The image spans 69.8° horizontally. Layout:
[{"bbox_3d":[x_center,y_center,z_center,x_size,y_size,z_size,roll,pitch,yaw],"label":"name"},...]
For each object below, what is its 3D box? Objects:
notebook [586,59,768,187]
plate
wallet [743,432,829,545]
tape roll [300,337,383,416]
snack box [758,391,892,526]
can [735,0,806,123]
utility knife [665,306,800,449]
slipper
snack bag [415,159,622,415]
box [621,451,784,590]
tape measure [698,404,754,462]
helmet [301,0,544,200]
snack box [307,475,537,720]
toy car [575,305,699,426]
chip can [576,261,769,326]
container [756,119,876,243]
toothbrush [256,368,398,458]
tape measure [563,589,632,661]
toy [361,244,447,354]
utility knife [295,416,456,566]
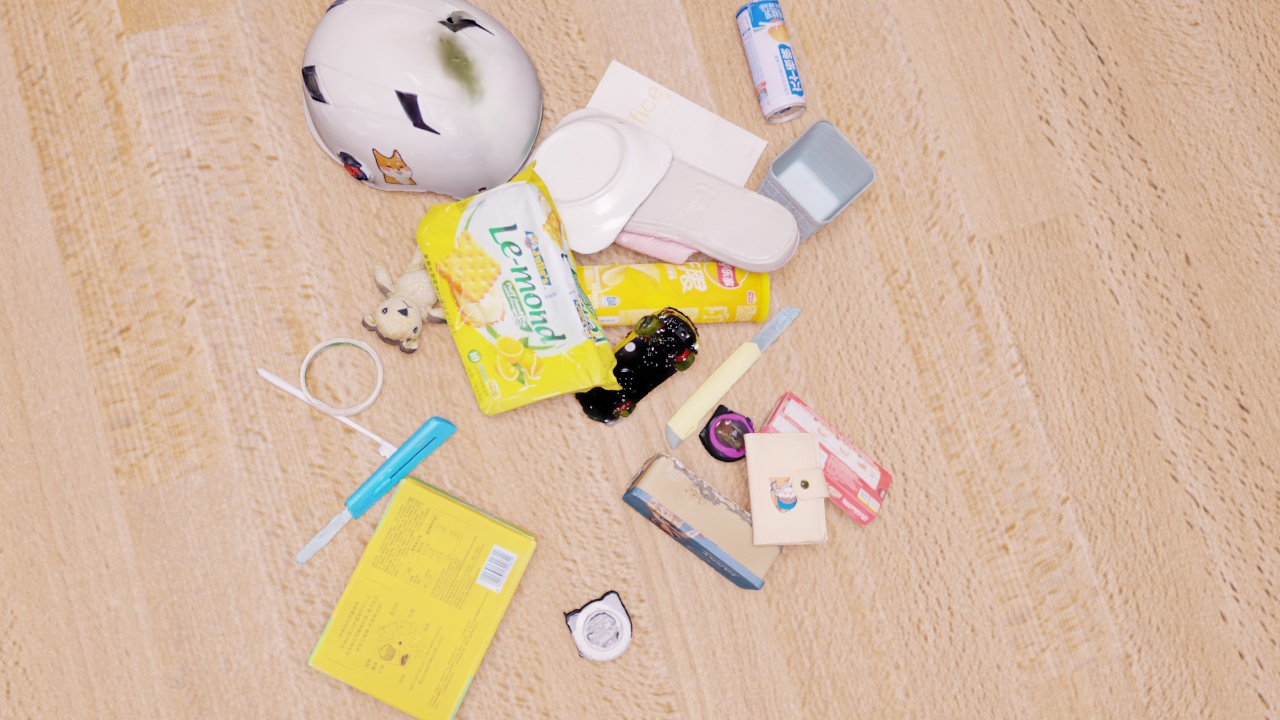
[{"bbox_3d":[0.025,-0.241,1.064,0.206,0.010,0.145,29,83,0],"label":"notebook"},{"bbox_3d":[-0.064,-0.206,1.001,0.164,0.034,0.163,30,78,28],"label":"plate"},{"bbox_3d":[0.153,0.132,0.946,0.087,0.024,0.115,1,72,-14],"label":"wallet"},{"bbox_3d":[-0.322,0.018,0.992,0.085,0.014,0.085,4,71,-11],"label":"tape roll"},{"bbox_3d":[0.203,0.106,1.005,0.153,0.026,0.075,40,40,1],"label":"snack box"},{"bbox_3d":[0.153,-0.348,1.067,0.053,0.053,0.134,-14,84,-6],"label":"can"},{"bbox_3d":[0.103,0.014,1.033,0.031,0.022,0.216,44,88,1],"label":"utility knife"},{"bbox_3d":[0.044,-0.160,1.004,0.274,0.054,0.114,21,70,20],"label":"slipper"},{"bbox_3d":[-0.127,-0.065,0.956,0.158,0.068,0.246,-16,98,27],"label":"snack bag"},{"bbox_3d":[0.071,0.174,0.974,0.184,0.090,0.062,38,75,2],"label":"box"},{"bbox_3d":[0.097,0.084,1.013,0.058,0.039,0.057,38,81,1],"label":"tape measure"},{"bbox_3d":[-0.241,-0.301,0.977,0.274,0.157,0.230,21,81,-2],"label":"helmet"},{"bbox_3d":[-0.220,0.246,0.951,0.157,0.070,0.210,25,82,-1],"label":"snack box"},{"bbox_3d":[-0.006,0.006,0.995,0.156,0.041,0.071,-41,111,17],"label":"toy car"},{"bbox_3d":[0.032,-0.073,1.013,0.213,0.072,0.072,-3,83,-4],"label":"chip can"},{"bbox_3d":[0.188,-0.193,1.020,0.090,0.111,0.090,-43,88,-8],"label":"container"},{"bbox_3d":[-0.339,0.058,0.994,0.180,0.016,0.016,31,87,-1],"label":"toothbrush"},{"bbox_3d":[-0.041,0.286,0.979,0.065,0.033,0.066,-24,83,-6],"label":"tape measure"},{"bbox_3d":[-0.237,-0.085,0.996,0.105,0.066,0.157,31,66,-15],"label":"toy"},{"bbox_3d":[-0.286,0.140,0.982,0.218,0.034,0.018,-44,49,-7],"label":"utility knife"}]
